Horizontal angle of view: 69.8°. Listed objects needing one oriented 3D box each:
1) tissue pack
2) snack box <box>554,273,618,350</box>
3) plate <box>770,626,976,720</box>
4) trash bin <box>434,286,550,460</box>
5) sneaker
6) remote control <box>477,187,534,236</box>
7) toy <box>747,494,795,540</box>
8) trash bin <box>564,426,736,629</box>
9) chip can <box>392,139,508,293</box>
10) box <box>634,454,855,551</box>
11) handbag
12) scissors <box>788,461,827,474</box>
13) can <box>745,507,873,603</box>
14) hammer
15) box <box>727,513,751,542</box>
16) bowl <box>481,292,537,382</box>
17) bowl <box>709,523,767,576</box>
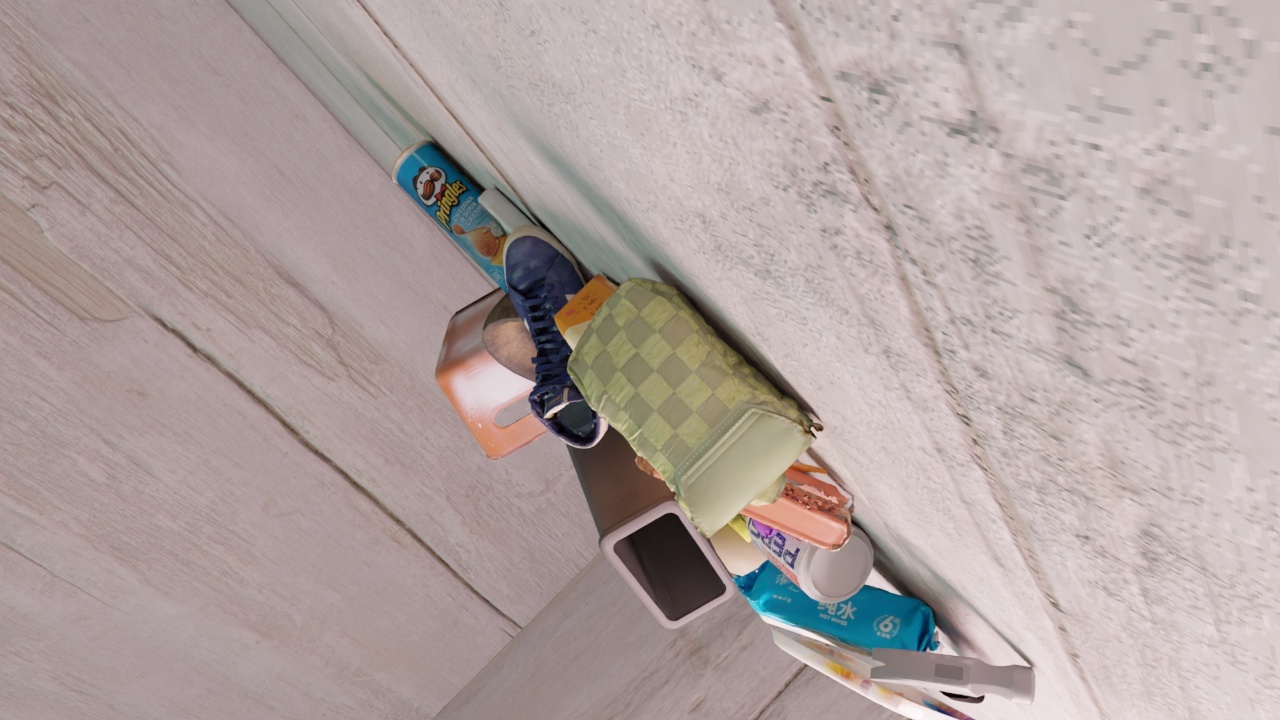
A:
[{"bbox_3d":[0.205,0.264,0.955,0.210,0.066,0.117,11,159,26],"label":"tissue pack"},{"bbox_3d":[0.012,0.018,0.849,0.145,0.080,0.195,49,174,-34],"label":"snack box"},{"bbox_3d":[0.228,0.312,0.881,0.187,0.016,0.187,30,171,-35],"label":"plate"},{"bbox_3d":[-0.180,-0.004,1.323,0.157,0.182,0.259,58,-172,-23],"label":"trash bin"},{"bbox_3d":[-0.093,-0.015,0.952,0.233,0.092,0.118,62,-152,-19],"label":"sneaker"},{"bbox_3d":[-0.136,-0.147,1.033,0.114,0.028,0.060,45,174,15],"label":"remote control"},{"bbox_3d":[0.117,0.110,0.867,0.088,0.055,0.106,47,139,21],"label":"toy"},{"bbox_3d":[0.002,0.163,1.060,0.192,0.097,0.219,58,-178,-38],"label":"trash bin"},{"bbox_3d":[-0.211,-0.175,1.155,0.229,0.079,0.080,45,175,8],"label":"chip can"},{"bbox_3d":[0.083,0.102,0.738,0.187,0.057,0.060,22,172,-2],"label":"box"},{"bbox_3d":[0.039,0.029,0.669,0.186,0.113,0.116,48,-171,13],"label":"handbag"},{"bbox_3d":[0.092,0.077,0.753,0.125,0.011,0.130,10,141,8],"label":"scissors"},{"bbox_3d":[0.161,0.175,0.897,0.078,0.078,0.136,48,174,-20],"label":"can"},{"bbox_3d":[0.290,0.299,0.850,0.127,0.029,0.323,3,160,22],"label":"hammer"},{"bbox_3d":[0.096,0.130,1.055,0.124,0.082,0.221,44,173,20],"label":"box"},{"bbox_3d":[-0.103,-0.034,1.100,0.162,0.070,0.162,12,151,7],"label":"bowl"},{"bbox_3d":[0.135,0.205,1.191,0.152,0.051,0.152,15,-144,-12],"label":"bowl"}]
